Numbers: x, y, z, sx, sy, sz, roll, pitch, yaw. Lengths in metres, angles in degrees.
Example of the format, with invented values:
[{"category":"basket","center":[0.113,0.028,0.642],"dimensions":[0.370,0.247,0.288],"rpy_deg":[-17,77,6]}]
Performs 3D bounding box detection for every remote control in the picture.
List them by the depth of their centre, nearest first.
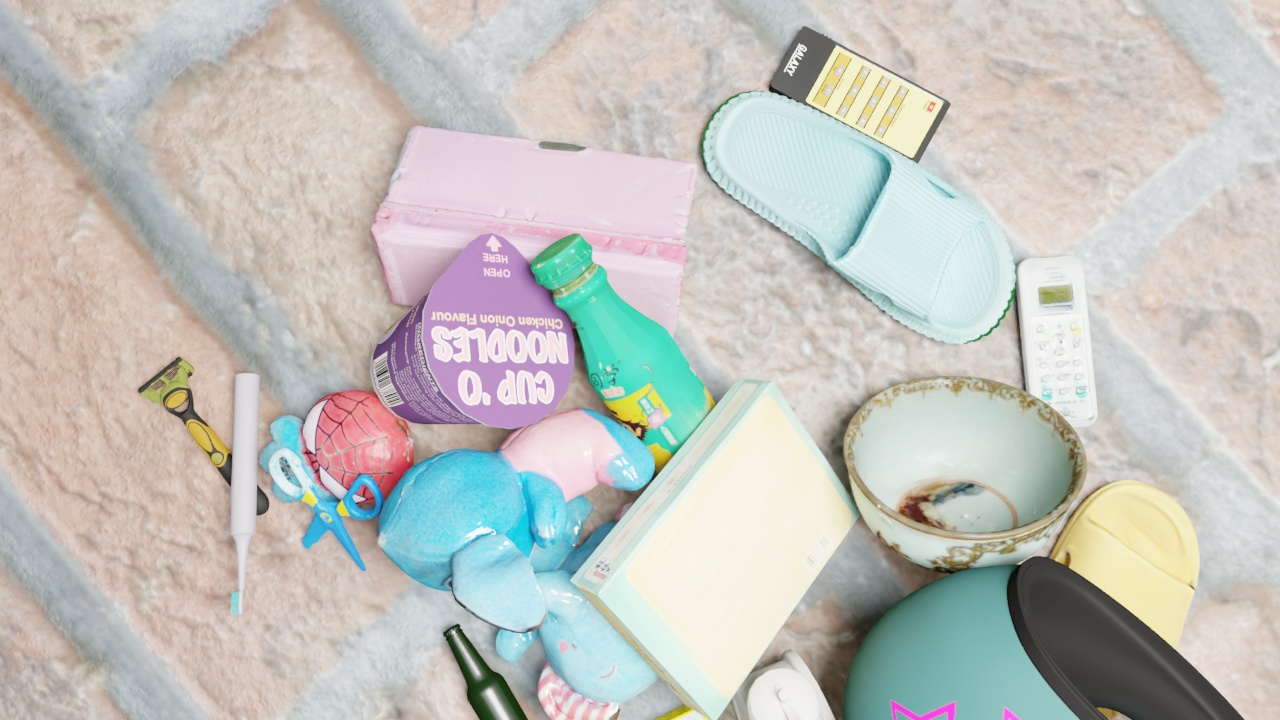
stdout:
[{"category":"remote control","center":[0.321,-0.014,0.711],"dimensions":[0.050,0.022,0.133],"rpy_deg":[-4,87,3]},{"category":"remote control","center":[0.174,-0.211,0.732],"dimensions":[0.133,0.013,0.058],"rpy_deg":[28,89,4]}]

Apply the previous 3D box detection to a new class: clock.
[{"category":"clock","center":[0.112,0.267,0.642],"dimensions":[0.061,0.159,0.120],"rpy_deg":[-20,86,-8]}]

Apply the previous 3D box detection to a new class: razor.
[{"category":"razor","center":[-0.346,0.066,0.741],"dimensions":[0.044,0.021,0.144],"rpy_deg":[-38,88,0]}]

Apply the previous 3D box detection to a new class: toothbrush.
[{"category":"toothbrush","center":[-0.311,0.103,0.718],"dimensions":[0.019,0.018,0.187],"rpy_deg":[0,75,-19]}]

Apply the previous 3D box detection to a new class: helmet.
[{"category":"helmet","center":[0.252,0.265,0.578],"dimensions":[0.275,0.176,0.201],"rpy_deg":[40,121,5]}]

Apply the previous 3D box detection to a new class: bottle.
[{"category":"bottle","center":[-0.004,0.004,0.663],"dimensions":[0.068,0.068,0.210],"rpy_deg":[-35,112,0]},{"category":"bottle","center":[-0.117,0.262,0.714],"dimensions":[0.033,0.033,0.123],"rpy_deg":[-32,86,1]}]

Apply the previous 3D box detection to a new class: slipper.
[{"category":"slipper","center":[0.332,0.215,0.673],"dimensions":[0.099,0.078,0.263],"rpy_deg":[31,91,3]},{"category":"slipper","center":[0.170,-0.118,0.702],"dimensions":[0.276,0.069,0.116],"rpy_deg":[34,86,4]}]

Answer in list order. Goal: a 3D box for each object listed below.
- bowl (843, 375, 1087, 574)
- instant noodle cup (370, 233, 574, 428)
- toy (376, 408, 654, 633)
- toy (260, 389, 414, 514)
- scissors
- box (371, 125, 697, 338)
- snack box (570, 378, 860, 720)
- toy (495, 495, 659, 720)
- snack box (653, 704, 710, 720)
[{"category":"bowl","center":[0.228,0.096,0.664],"dimensions":[0.160,0.159,0.094],"rpy_deg":[-11,127,2]},{"category":"instant noodle cup","center":[-0.134,-0.009,0.672],"dimensions":[0.121,0.122,0.136],"rpy_deg":[0,79,-42]},{"category":"toy","center":[-0.084,0.096,0.634],"dimensions":[0.191,0.224,0.099],"rpy_deg":[-26,107,-21]},{"category":"toy","center":[-0.238,0.073,0.716],"dimensions":[0.133,0.062,0.092],"rpy_deg":[-19,86,12]},{"category":"scissors","center":[-0.243,0.112,0.699],"dimensions":[0.123,0.016,0.126],"rpy_deg":[40,128,-5]},{"category":"box","center":[-0.076,-0.100,0.718],"dimensions":[0.233,0.107,0.115],"rpy_deg":[7,53,4]},{"category":"snack box","center":[0.062,0.129,0.644],"dimensions":[0.193,0.044,0.141],"rpy_deg":[-48,116,-22]},{"category":"toy","center":[-0.051,0.171,0.684],"dimensions":[0.181,0.115,0.183],"rpy_deg":[25,85,16]},{"category":"snack box","center":[-0.004,0.330,0.709],"dimensions":[0.152,0.025,0.075],"rpy_deg":[-26,86,1]}]
